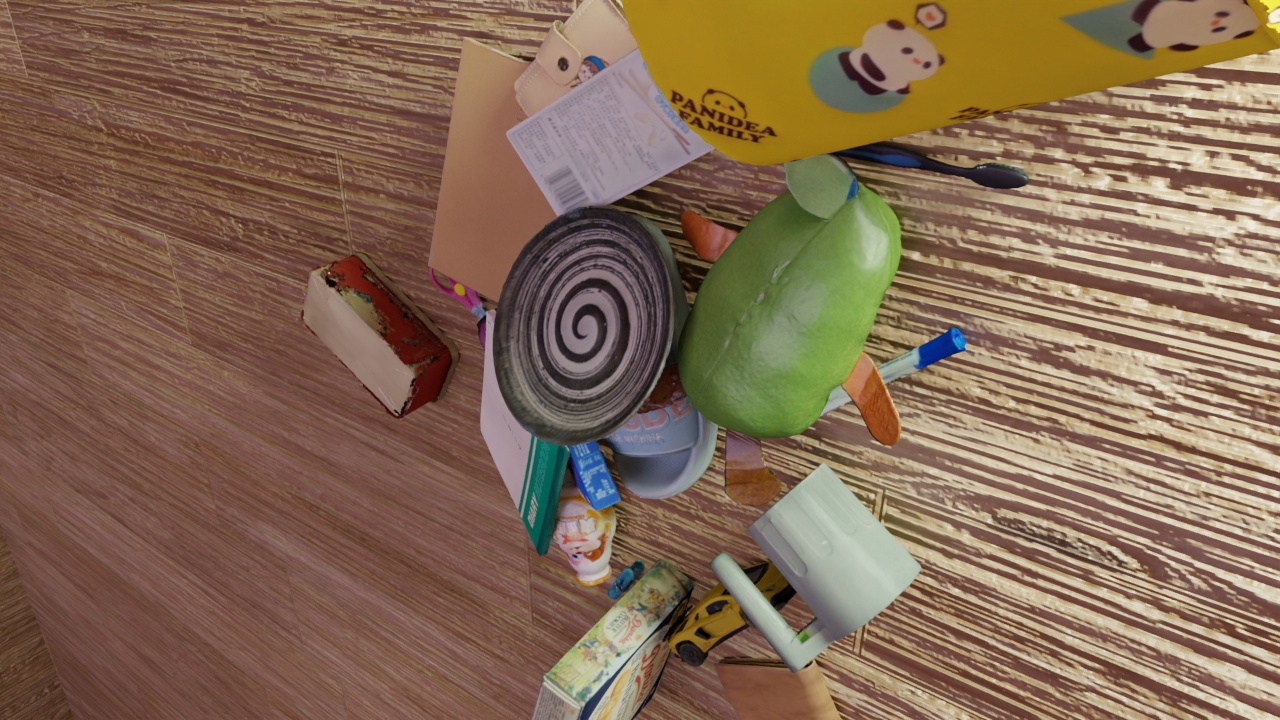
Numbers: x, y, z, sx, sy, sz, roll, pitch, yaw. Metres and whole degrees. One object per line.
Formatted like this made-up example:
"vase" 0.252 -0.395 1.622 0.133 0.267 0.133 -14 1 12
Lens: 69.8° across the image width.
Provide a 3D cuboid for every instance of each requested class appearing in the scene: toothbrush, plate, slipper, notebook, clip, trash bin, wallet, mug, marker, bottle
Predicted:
"toothbrush" 0.153 -0.132 0.586 0.190 0.016 0.014 20 132 34
"plate" -0.042 -0.026 0.680 0.180 0.024 0.179 -7 79 38
"slipper" -0.004 0.004 0.738 0.104 0.074 0.245 3 112 37
"notebook" -0.108 -0.144 0.770 0.148 0.008 0.208 27 120 21
"clip" -0.015 0.213 0.887 0.014 0.043 0.057 45 132 16
"trash bin" 0.139 -0.212 0.423 0.256 0.228 0.229 -8 106 47
"wallet" 0.128 0.313 0.823 0.116 0.020 0.101 -16 101 46
"notebook" -0.108 0.072 0.824 0.150 0.012 0.210 59 155 26
"mug" 0.126 0.153 0.683 0.124 0.083 0.103 -41 78 6
"wallet" -0.043 -0.213 0.685 0.115 0.024 0.087 -40 84 36
"marker" 0.163 0.014 0.646 0.146 0.016 0.017 -32 89 44
"bottle" -0.053 0.157 0.861 0.063 0.063 0.108 6 115 37

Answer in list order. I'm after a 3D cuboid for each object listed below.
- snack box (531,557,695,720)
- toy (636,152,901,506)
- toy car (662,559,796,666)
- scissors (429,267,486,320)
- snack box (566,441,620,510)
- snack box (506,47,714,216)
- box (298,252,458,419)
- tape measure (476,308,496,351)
"snack box" -0.032 0.296 0.831 0.046 0.182 0.178 31 127 21
"toy" 0.091 -0.022 0.628 0.227 0.089 0.247 46 123 22
"toy car" 0.080 0.206 0.773 0.041 0.071 0.156 49 131 3
"scissors" -0.153 -0.047 0.875 0.058 0.017 0.133 -32 94 34
"snack box" -0.064 0.047 0.775 0.084 0.026 0.157 174 72 -79
"snack box" -0.016 -0.166 0.664 0.157 0.026 0.085 -22 110 32
"box" -0.276 -0.025 0.943 0.168 0.076 0.092 43 132 14
"tape measure" -0.119 -0.023 0.842 0.058 0.039 0.057 -10 108 47
